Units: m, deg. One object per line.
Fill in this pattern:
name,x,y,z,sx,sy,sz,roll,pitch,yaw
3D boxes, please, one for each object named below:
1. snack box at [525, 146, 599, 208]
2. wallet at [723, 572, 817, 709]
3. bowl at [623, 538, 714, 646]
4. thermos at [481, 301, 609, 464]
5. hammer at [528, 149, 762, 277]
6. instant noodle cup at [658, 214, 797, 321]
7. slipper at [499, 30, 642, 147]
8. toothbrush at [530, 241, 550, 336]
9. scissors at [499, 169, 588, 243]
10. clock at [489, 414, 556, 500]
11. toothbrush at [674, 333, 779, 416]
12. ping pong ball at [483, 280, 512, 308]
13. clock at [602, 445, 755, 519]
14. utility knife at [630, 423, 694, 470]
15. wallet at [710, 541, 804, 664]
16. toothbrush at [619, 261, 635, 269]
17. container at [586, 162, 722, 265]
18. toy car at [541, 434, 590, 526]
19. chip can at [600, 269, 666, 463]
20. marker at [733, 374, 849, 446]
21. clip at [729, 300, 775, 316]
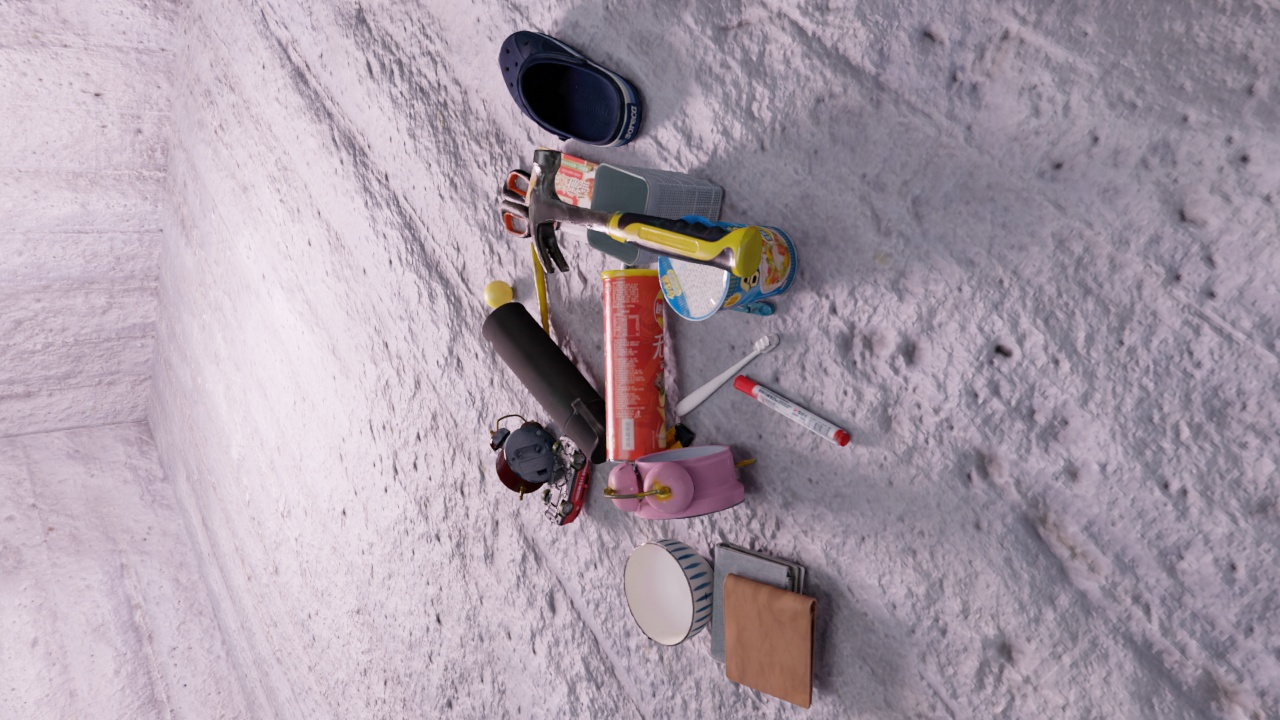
snack box,-0.081,-0.210,1.126,0.153,0.025,0.075,28,108,42
wallet,0.128,0.278,0.916,0.101,0.020,0.115,9,104,40
bowl,0.042,0.254,1.030,0.117,0.066,0.116,10,104,48
thermos,-0.109,0.020,1.153,0.242,0.068,0.090,46,165,28
hammer,-0.010,-0.125,0.883,0.324,0.031,0.126,22,112,46
instant noodle cup,0.090,-0.091,0.881,0.099,0.109,0.099,13,106,50
slipper,-0.101,-0.319,1.095,0.253,0.095,0.105,38,121,37
toothbrush,-0.126,-0.065,1.224,0.017,0.015,0.190,-8,90,46
scissors,-0.118,-0.199,1.188,0.235,0.021,0.139,0,95,51
clock,-0.157,0.125,1.242,0.122,0.081,0.055,64,144,18
toothbrush,0.085,0.019,0.978,0.181,0.016,0.016,-41,62,46
ping pong ball,-0.200,-0.093,1.290,0.040,0.040,0.040,11,104,50
clock,0.034,0.127,0.948,0.117,0.158,0.060,-6,94,50
utility knife,0.008,0.121,1.089,0.177,0.015,0.033,-43,60,45
wallet,0.122,0.263,0.955,0.107,0.036,0.130,10,102,40
toothbrush,-0.025,-0.034,1.108,0.016,0.018,0.192,29,120,45
container,0.018,-0.153,0.958,0.090,0.111,0.090,32,119,45
toy car,-0.093,0.155,1.197,0.053,0.045,0.121,28,111,43
chip can,-0.006,0.006,1.031,0.073,0.073,0.216,-2,89,51
marker,0.147,0.049,0.908,0.145,0.017,0.017,31,119,44
clip,0.111,-0.055,0.931,0.055,0.034,0.013,16,110,31
